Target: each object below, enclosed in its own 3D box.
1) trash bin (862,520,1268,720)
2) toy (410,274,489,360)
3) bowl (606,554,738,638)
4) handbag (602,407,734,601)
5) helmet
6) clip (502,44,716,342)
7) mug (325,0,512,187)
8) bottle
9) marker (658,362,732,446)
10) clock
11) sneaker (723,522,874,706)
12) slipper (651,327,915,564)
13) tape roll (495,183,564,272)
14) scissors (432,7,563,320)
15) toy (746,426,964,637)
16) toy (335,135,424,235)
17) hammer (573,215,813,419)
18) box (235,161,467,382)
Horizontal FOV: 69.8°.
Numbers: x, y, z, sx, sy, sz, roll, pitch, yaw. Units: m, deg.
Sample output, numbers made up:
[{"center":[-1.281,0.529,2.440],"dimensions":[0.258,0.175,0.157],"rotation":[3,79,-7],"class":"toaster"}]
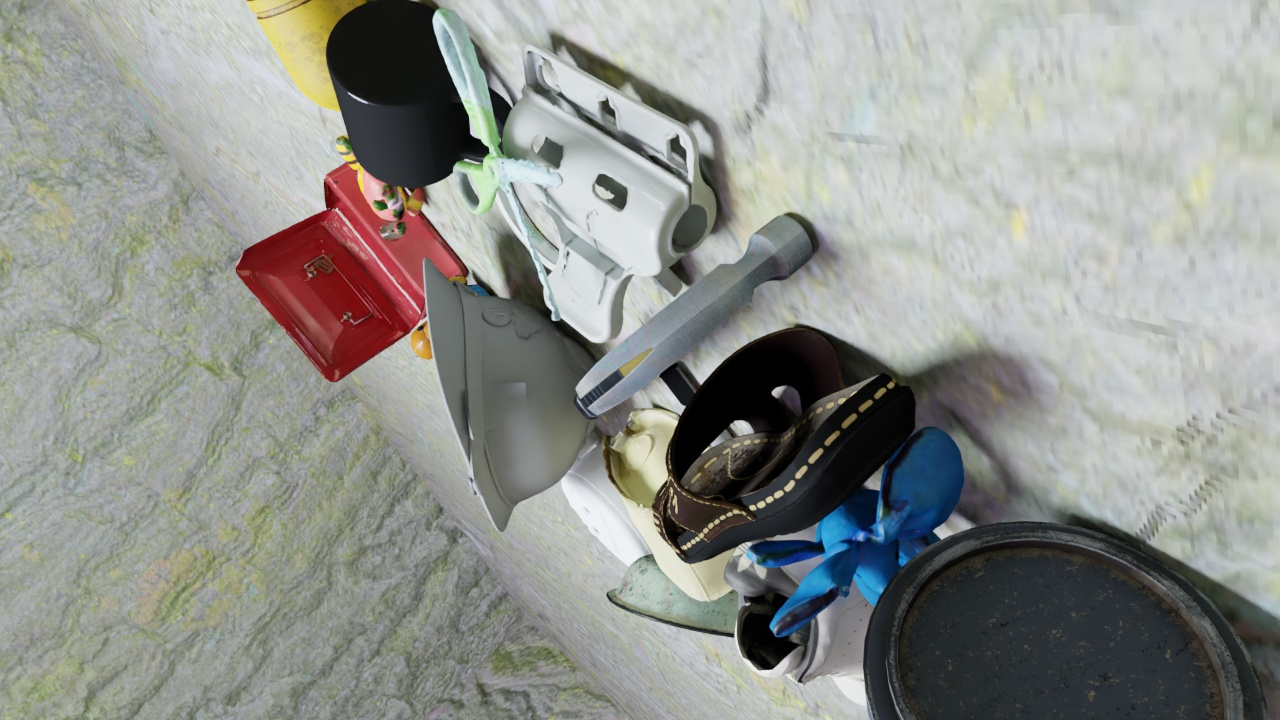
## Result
[{"center":[0.177,0.193,0.418],"dimensions":[0.164,0.164,0.228],"rotation":[33,152,39],"class":"trash bin"},{"center":[-0.179,-0.029,0.874],"dimensions":[0.070,0.090,0.103],"rotation":[51,157,2],"class":"toy"},{"center":[0.052,0.193,0.770],"dimensions":[0.157,0.038,0.157],"rotation":[10,175,1],"class":"bowl"},{"center":[0.029,0.104,0.696],"dimensions":[0.111,0.081,0.119],"rotation":[36,159,53],"class":"handbag"},{"center":[-0.091,0.022,0.759],"dimensions":[0.272,0.117,0.183],"rotation":[82,174,-47],"class":"helmet"},{"center":[-0.018,-0.082,0.483],"dimensions":[0.124,0.072,0.143],"rotation":[41,149,31],"class":"clip"},{"center":[-0.131,-0.158,0.569],"dimensions":[0.113,0.078,0.088],"rotation":[20,158,1],"class":"mug"},{"center":[-0.214,-0.232,0.601],"dimensions":[0.071,0.071,0.164],"rotation":[27,149,48],"class":"bottle"},{"center":[0.061,0.061,0.632],"dimensions":[0.140,0.016,0.016],"rotation":[53,161,-9],"class":"marker"},{"center":[-0.025,0.147,0.892],"dimensions":[0.161,0.072,0.125],"rotation":[36,157,34],"class":"clock"},{"center":[0.116,0.177,0.597],"dimensions":[0.089,0.102,0.242],"rotation":[29,153,46],"class":"sneaker"},{"center":[0.053,0.043,0.475],"dimensions":[0.076,0.112,0.268],"rotation":[49,165,3],"class":"slipper"},{"center":[-0.068,-0.097,0.621],"dimensions":[0.093,0.013,0.093],"rotation":[43,160,20],"class":"tape roll"},{"center":[-0.077,-0.104,0.483],"dimensions":[0.171,0.022,0.174],"rotation":[20,125,60],"class":"scissors"},{"center":[0.118,0.089,0.457],"dimensions":[0.071,0.113,0.176],"rotation":[56,-171,25],"class":"toy"},{"center":[-0.229,-0.160,0.810],"dimensions":[0.103,0.046,0.084],"rotation":[51,-174,27],"class":"toy"},{"center":[-0.003,0.003,0.548],"dimensions":[0.025,0.117,0.333],"rotation":[52,166,0],"class":"hammer"},{"center":[-0.267,-0.102,0.903],"dimensions":[0.157,0.153,0.169],"rotation":[50,131,-6],"class":"box"}]
